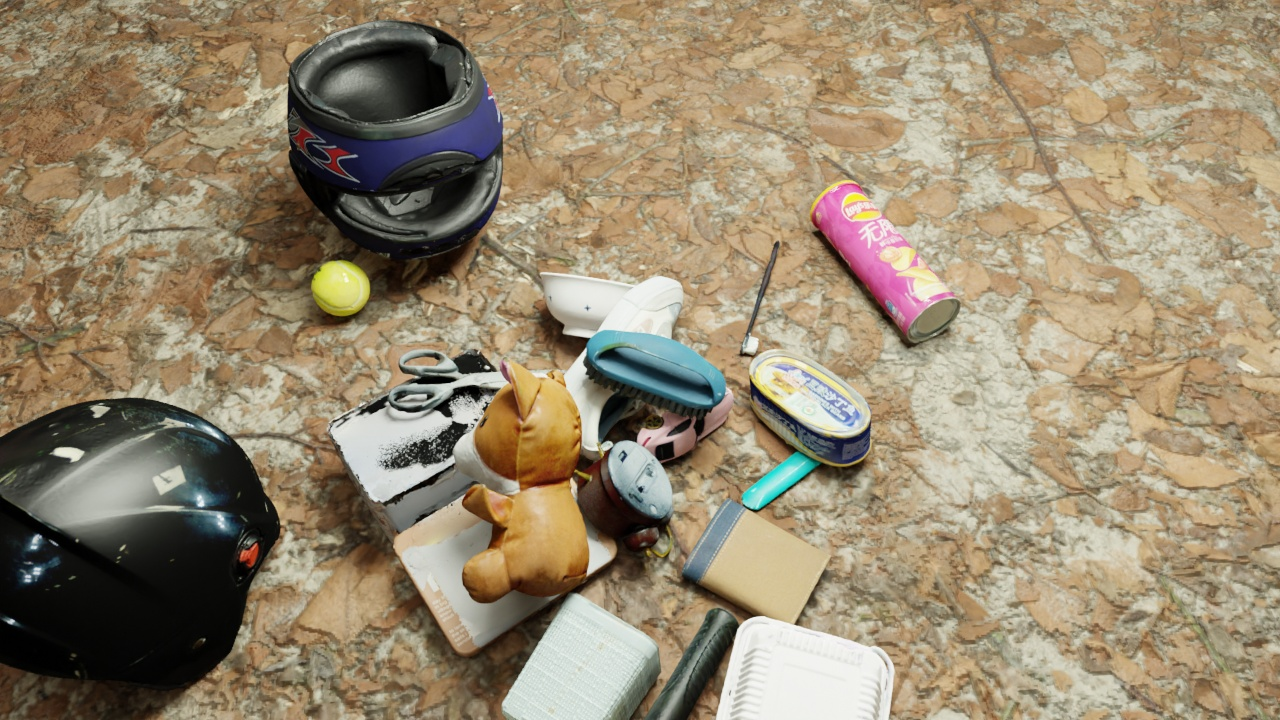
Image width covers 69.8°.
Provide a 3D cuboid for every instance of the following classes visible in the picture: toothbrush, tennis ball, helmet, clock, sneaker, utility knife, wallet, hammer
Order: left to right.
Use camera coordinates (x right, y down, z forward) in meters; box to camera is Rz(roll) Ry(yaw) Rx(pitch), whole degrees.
[{"bbox_3d":[-0.455,0.142,0.806,0.233,0.231,0.273,22,36,16],"label":"helmet"},{"bbox_3d":[-0.348,-0.084,1.067,0.065,0.066,0.065,-1,52,1],"label":"tennis ball"},{"bbox_3d":[-0.271,-0.235,1.065,0.247,0.241,0.315,-23,44,-16],"label":"helmet"},{"bbox_3d":[-0.008,0.133,0.870,0.122,0.055,0.081,50,30,-6],"label":"clock"},{"bbox_3d":[-0.006,0.006,0.969,0.091,0.090,0.241,28,59,18],"label":"sneaker"},{"bbox_3d":[0.001,0.317,0.726,0.033,0.129,0.299,-2,33,38],"label":"hammer"},{"bbox_3d":[0.108,0.190,0.857,0.115,0.033,0.090,26,60,19],"label":"wallet"},{"bbox_3d":[0.144,-0.076,1.074,0.018,0.016,0.180,15,55,6],"label":"toothbrush"},{"bbox_3d":[0.162,0.104,0.934,0.151,0.013,0.029,-34,55,-19],"label":"utility knife"}]

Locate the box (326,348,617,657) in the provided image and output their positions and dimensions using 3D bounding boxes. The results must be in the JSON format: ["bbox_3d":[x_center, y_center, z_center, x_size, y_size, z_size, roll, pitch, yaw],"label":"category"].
[{"bbox_3d":[-0.162,0.129,0.884,0.178,0.105,0.260,-30,51,-20],"label":"box"}]

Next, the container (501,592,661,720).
[{"bbox_3d":[-0.050,0.273,0.764,0.090,0.090,0.111,26,60,21],"label":"container"}]

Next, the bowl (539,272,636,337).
[{"bbox_3d":[-0.059,-0.058,1.027,0.118,0.118,0.065,9,91,9],"label":"bowl"}]

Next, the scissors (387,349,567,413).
[{"bbox_3d":[-0.164,0.015,0.908,0.168,0.014,0.156,-31,51,-21],"label":"scissors"}]

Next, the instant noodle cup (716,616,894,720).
[{"bbox_3d":[0.131,0.297,0.743,0.138,0.060,0.173,12,59,11],"label":"instant noodle cup"}]

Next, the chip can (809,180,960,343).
[{"bbox_3d":[0.280,-0.118,1.065,0.071,0.071,0.210,-20,54,-13],"label":"chip can"}]

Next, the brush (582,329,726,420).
[{"bbox_3d":[0.017,0.006,0.887,0.144,0.074,0.055,20,55,-6],"label":"brush"}]

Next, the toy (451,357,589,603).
[{"bbox_3d":[-0.101,0.100,0.787,0.130,0.140,0.199,5,87,9],"label":"toy"}]

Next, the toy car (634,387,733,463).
[{"bbox_3d":[0.048,0.067,0.940,0.122,0.056,0.037,-30,53,-20],"label":"toy car"}]

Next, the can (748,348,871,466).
[{"bbox_3d":[0.172,0.046,0.941,0.074,0.049,0.148,-34,49,-21],"label":"can"}]
